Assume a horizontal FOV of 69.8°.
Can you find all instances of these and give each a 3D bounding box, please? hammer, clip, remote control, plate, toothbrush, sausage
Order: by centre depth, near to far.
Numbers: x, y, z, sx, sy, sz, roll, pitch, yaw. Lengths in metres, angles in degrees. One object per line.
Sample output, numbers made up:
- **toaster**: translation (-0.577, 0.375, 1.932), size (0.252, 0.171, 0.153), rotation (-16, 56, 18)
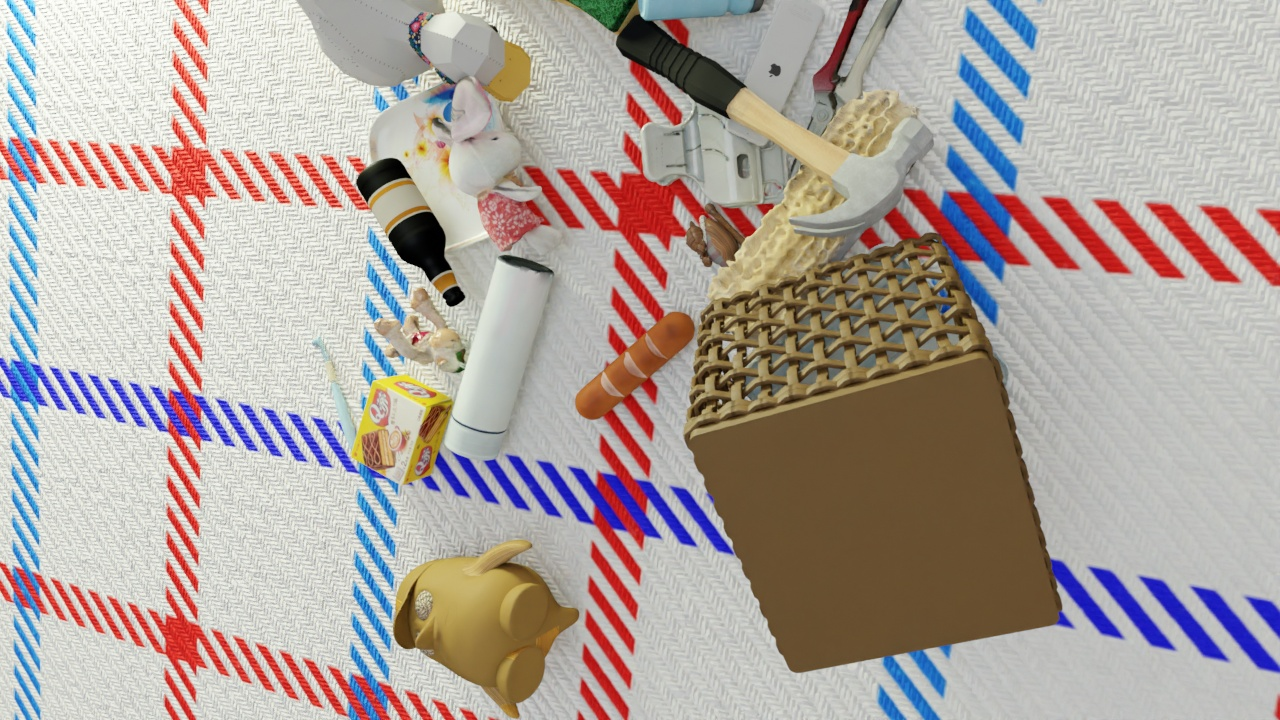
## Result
- **hammer**: translation (0.102, -0.232, 0.854), size (0.328, 0.039, 0.131), rotation (41, 92, 25)
- **remote control**: translation (0.130, -0.283, 0.892), size (0.045, 0.008, 0.146), rotation (24, 91, -7)
- **clip**: translation (0.074, -0.215, 0.924), size (0.144, 0.074, 0.124), rotation (-4, 92, 13)
- **sausage**: translation (-0.006, 0.006, 0.985), size (0.164, 0.044, 0.039), rotation (-41, 90, 21)
- **plate**: translation (-0.227, -0.221, 1.068), size (0.187, 0.016, 0.187), rotation (-16, 89, 23)
- **toothbrush**: translation (-0.386, 0.043, 1.164), size (0.022, 0.016, 0.155), rotation (-25, 84, 55)

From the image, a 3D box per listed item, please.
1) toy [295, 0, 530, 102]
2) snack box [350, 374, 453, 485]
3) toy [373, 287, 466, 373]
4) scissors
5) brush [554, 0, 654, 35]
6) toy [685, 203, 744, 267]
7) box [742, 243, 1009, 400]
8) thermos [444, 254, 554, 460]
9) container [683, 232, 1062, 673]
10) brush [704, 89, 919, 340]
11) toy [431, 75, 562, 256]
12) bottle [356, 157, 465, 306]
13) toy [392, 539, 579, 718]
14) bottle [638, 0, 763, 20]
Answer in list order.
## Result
- **toy**: translation (-0.259, -0.358, 0.973), size (0.268, 0.246, 0.141), rotation (31, 101, 45)
- **snack box**: translation (-0.285, 0.081, 1.100), size (0.084, 0.061, 0.106), rotation (25, 104, 19)
- **toy**: translation (-0.248, -0.020, 1.068), size (0.106, 0.085, 0.074), rotation (35, 129, 6)
- **scissors**: translation (0.187, -0.271, 0.887), size (0.188, 0.015, 0.146), rotation (-33, 80, 20)
- **brush**: translation (-0.077, -0.459, 0.948), size (0.250, 0.075, 0.195), rotation (24, 104, 19)
- **toy**: translation (0.087, -0.114, 0.937), size (0.055, 0.041, 0.102), rotation (-41, 70, -1)
- **box**: translation (0.222, 0.014, 0.894), size (0.192, 0.061, 0.210), rotation (42, 111, -6)
- **thermos**: translation (-0.161, -0.001, 1.038), size (0.068, 0.067, 0.230), rotation (23, 104, 19)
- **container**: translation (0.186, 0.075, 0.760), size (0.220, 0.213, 0.252), rotation (-17, 115, 16)
- **brush**: translation (0.164, -0.133, 0.865), size (0.083, 0.056, 0.271), rotation (39, 95, 15)
- **toy**: translation (-0.155, -0.195, 0.977), size (0.194, 0.084, 0.159), rotation (56, 157, -6)
- **bottle**: translation (-0.254, -0.141, 1.045), size (0.059, 0.059, 0.181), rotation (-35, 82, 22)
- **toy**: translation (-0.197, 0.290, 1.043), size (0.204, 0.162, 0.198), rotation (7, 96, 33)
- **bottle**: translation (0.064, -0.356, 0.894), size (0.130, 0.040, 0.040), rotation (-7, 93, -10)
